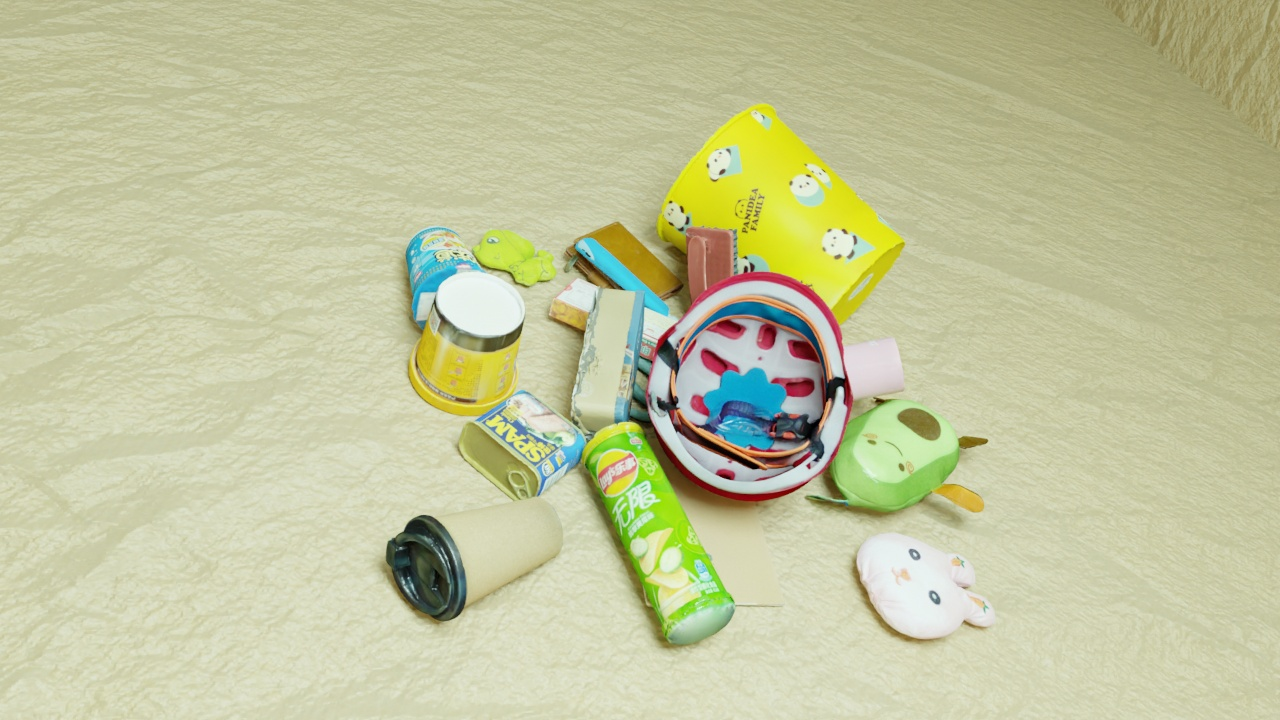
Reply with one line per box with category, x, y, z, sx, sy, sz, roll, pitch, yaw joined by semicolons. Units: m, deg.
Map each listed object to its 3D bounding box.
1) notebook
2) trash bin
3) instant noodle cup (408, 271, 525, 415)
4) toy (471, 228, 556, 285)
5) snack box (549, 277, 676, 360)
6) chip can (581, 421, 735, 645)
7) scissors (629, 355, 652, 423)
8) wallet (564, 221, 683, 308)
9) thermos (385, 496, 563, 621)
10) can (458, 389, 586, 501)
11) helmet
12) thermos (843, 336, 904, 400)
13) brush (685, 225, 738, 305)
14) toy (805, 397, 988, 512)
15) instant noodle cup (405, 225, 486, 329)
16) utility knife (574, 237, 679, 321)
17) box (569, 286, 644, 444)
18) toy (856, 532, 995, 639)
notebook;0.058;0.164;0.961;0.147;0.008;0.207;5;44;-18
trash bin;0.190;-0.167;1.213;0.255;0.230;0.228;44;46;15
instant noodle cup;-0.179;-0.021;0.970;0.118;0.115;0.118;11;46;-12
toy;-0.158;-0.131;1.160;0.096;0.031;0.100;-22;62;-37
snack box;-0.025;-0.049;1.116;0.156;0.027;0.076;24;30;7
chip can;0.015;0.164;0.882;0.072;0.073;0.221;-7;50;-29
scissors;-0.003;0.002;1.098;0.143;0.019;0.180;-10;49;-30
wallet;-0.025;-0.120;1.198;0.118;0.035;0.130;-32;70;-37
thermos;-0.143;0.169;0.817;0.143;0.093;0.093;-14;53;-43
can;-0.118;0.086;0.933;0.102;0.057;0.083;36;41;15
helmet;0.114;0.040;0.976;0.207;0.144;0.239;15;66;9
thermos;0.201;0.022;1.074;0.199;0.067;0.087;-12;8;11
brush;0.086;-0.093;1.142;0.063;0.146;0.069;11;29;31
toy;0.297;0.104;1.065;0.227;0.090;0.246;32;38;25
instant noodle cup;-0.224;-0.098;1.057;0.099;0.099;0.110;-3;39;-25
utility knife;0.008;-0.079;1.152;0.218;0.018;0.034;41;30;-2
box;-0.033;0.001;1.002;0.061;0.090;0.183;9;59;5
toy;0.301;0.235;0.961;0.159;0.054;0.121;8;43;-27
